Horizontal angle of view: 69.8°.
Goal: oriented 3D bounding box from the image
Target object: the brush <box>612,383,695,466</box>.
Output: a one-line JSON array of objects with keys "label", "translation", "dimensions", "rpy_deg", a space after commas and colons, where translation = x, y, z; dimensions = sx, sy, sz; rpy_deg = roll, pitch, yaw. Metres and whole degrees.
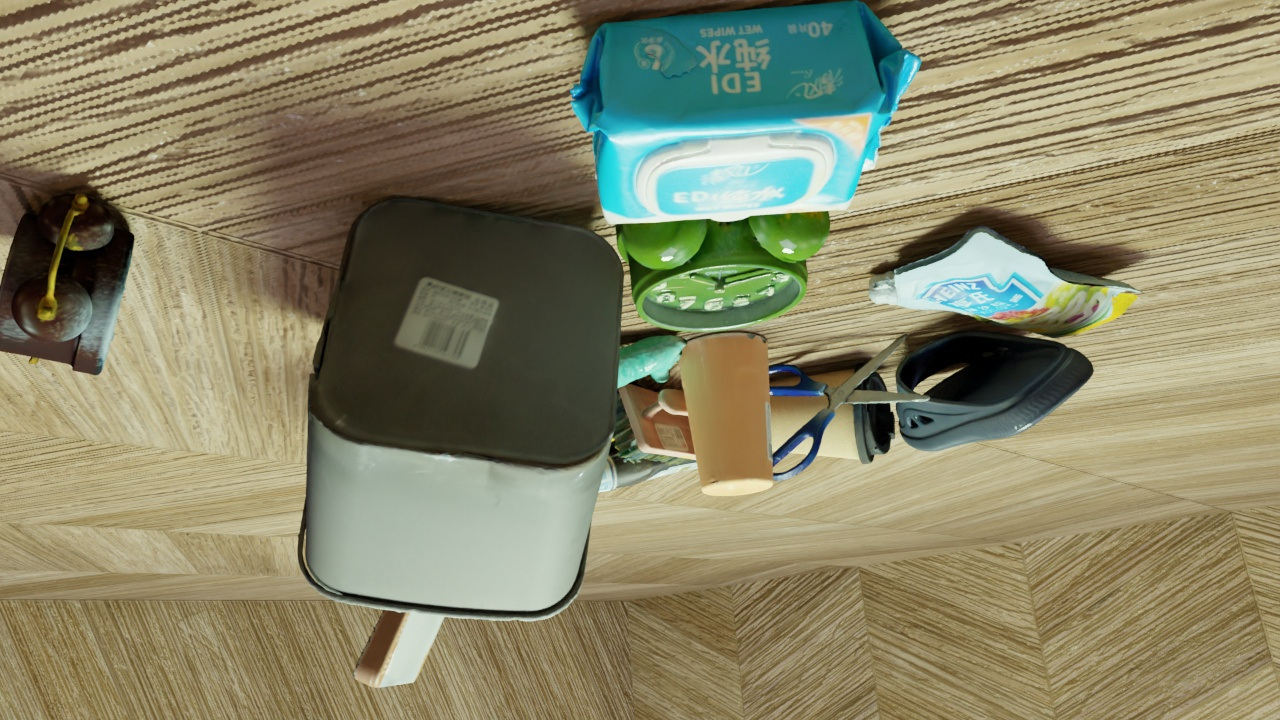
[{"label": "brush", "translation": [0.032, 0.059, 0.835], "dimensions": [0.073, 0.063, 0.145], "rpy_deg": [-31, 155, 23]}]

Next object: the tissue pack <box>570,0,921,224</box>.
[{"label": "tissue pack", "translation": [0.042, -0.103, 0.404], "dimensions": [0.140, 0.063, 0.090], "rpy_deg": [-4, 161, 0]}]

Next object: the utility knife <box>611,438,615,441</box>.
[{"label": "utility knife", "translation": [-0.013, 0.067, 0.895], "dimensions": [0.033, 0.015, 0.154], "rpy_deg": [-26, 176, 15]}]

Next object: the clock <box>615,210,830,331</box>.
[{"label": "clock", "translation": [0.045, -0.066, 0.527], "dimensions": [0.116, 0.056, 0.161], "rpy_deg": [-5, 161, -2]}]

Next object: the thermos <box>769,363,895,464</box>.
[{"label": "thermos", "translation": [0.160, 0.051, 0.858], "dimensions": [0.143, 0.093, 0.093], "rpy_deg": [-4, 163, 22]}]

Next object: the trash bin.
[{"label": "trash bin", "translation": [-0.109, 0.034, 0.566], "dimensions": [0.198, 0.198, 0.220], "rpy_deg": [8, 150, -9]}]

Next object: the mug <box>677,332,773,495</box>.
[{"label": "mug", "translation": [0.074, 0.047, 0.760], "dimensions": [0.078, 0.122, 0.078], "rpy_deg": [-5, 162, -2]}]

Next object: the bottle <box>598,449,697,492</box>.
[{"label": "bottle", "translation": [-0.002, 0.112, 0.990], "dimensions": [0.194, 0.044, 0.080], "rpy_deg": [-11, 164, -25]}]

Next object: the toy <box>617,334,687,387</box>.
[{"label": "toy", "translation": [-0.004, 0.004, 0.747], "dimensions": [0.092, 0.030, 0.096], "rpy_deg": [-18, 158, 1]}]

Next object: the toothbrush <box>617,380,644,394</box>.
[{"label": "toothbrush", "translation": [-0.030, 0.018, 0.806], "dimensions": [0.027, 0.026, 0.212], "rpy_deg": [36, -179, 30]}]

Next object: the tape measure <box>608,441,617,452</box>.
[{"label": "tape measure", "translation": [-0.057, 0.115, 1.072], "dimensions": [0.065, 0.033, 0.066], "rpy_deg": [9, 157, -30]}]

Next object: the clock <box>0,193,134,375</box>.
[{"label": "clock", "translation": [-0.305, -0.040, 0.488], "dimensions": [0.055, 0.082, 0.122], "rpy_deg": [15, 157, -30]}]

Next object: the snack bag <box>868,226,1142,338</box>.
[{"label": "snack bag", "translation": [0.258, -0.050, 0.653], "dimensions": [0.190, 0.038, 0.110], "rpy_deg": [8, 169, -31]}]

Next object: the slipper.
[{"label": "slipper", "translation": [0.275, 0.012, 0.771], "dimensions": [0.110, 0.083, 0.268], "rpy_deg": [-40, 177, -5]}]

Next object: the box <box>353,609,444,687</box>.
[{"label": "box", "translation": [-0.176, 0.156, 0.826], "dimensions": [0.106, 0.271, 0.178], "rpy_deg": [10, 161, 1]}]

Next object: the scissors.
[{"label": "scissors", "translation": [0.158, 0.036, 0.780], "dimensions": [0.176, 0.162, 0.012], "rpy_deg": [13, 152, 46]}]
